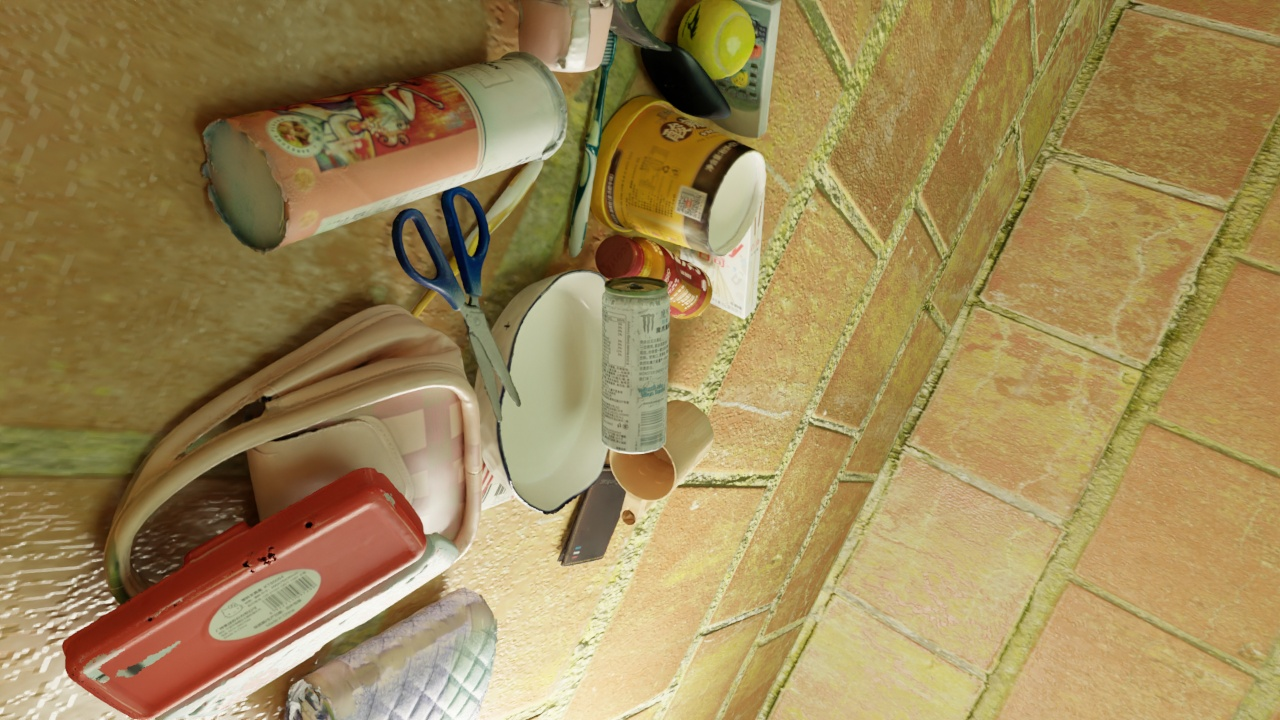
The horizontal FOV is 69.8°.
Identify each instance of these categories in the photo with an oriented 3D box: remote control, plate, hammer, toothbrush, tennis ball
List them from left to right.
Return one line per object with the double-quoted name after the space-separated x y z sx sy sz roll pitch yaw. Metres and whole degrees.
-0.126 -0.074 0.664 0.191 0.018 0.016 -54 155 -13 "toothbrush"
-0.073 0.024 0.780 0.204 0.046 0.205 -33 129 -55 "plate"
-0.042 -0.170 0.735 0.018 0.016 0.192 -18 130 -43 "toothbrush"
0.039 -0.231 0.781 0.136 0.053 0.024 22 86 -65 "remote control"
0.064 -0.272 0.774 0.065 0.065 0.066 -43 148 -35 "tennis ball"
0.066 -0.354 0.730 0.322 0.032 0.126 -47 143 -33 "hammer"
0.095 -0.272 0.844 0.019 0.056 0.135 -42 148 -36 "remote control"

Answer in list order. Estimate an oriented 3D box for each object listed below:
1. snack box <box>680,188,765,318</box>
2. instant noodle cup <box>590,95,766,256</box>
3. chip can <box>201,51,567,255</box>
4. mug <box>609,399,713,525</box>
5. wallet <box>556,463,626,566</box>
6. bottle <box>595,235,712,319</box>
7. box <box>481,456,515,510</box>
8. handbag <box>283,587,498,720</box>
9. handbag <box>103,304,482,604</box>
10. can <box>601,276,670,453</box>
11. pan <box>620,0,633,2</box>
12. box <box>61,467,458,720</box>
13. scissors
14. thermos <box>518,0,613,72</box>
0.081 -0.120 0.930 0.026 0.085 0.157 -44 148 -31 "snack box"
0.035 -0.151 0.781 0.118 0.114 0.119 -42 147 -36 "instant noodle cup"
-0.138 -0.126 0.532 0.214 0.071 0.071 -34 142 -45 "chip can"
0.023 0.116 1.050 0.103 0.084 0.125 -35 144 -53 "mug"
-0.048 0.175 1.057 0.096 0.020 0.122 8 105 -63 "wallet"
0.013 -0.080 0.875 0.174 0.057 0.057 15 101 -64 "bottle"
-0.135 0.095 0.796 0.164 0.052 0.069 -7 107 -62 "box"
-0.214 0.292 0.794 0.193 0.076 0.134 -20 127 -57 "handbag"
-0.218 0.085 0.589 0.233 0.093 0.194 -23 139 -33 "handbag"
-0.005 0.005 0.791 0.058 0.058 0.147 -25 121 -53 "can"
0.064 -0.374 0.616 0.198 0.078 0.356 57 44 -55 "pan"
-0.218 0.154 0.566 0.201 0.058 0.161 -31 146 -7 "box"
-0.114 -0.042 0.652 0.172 0.012 0.132 46 59 -41 "scissors"
-0.037 -0.279 0.560 0.067 0.087 0.199 1 121 -16 "thermos"
